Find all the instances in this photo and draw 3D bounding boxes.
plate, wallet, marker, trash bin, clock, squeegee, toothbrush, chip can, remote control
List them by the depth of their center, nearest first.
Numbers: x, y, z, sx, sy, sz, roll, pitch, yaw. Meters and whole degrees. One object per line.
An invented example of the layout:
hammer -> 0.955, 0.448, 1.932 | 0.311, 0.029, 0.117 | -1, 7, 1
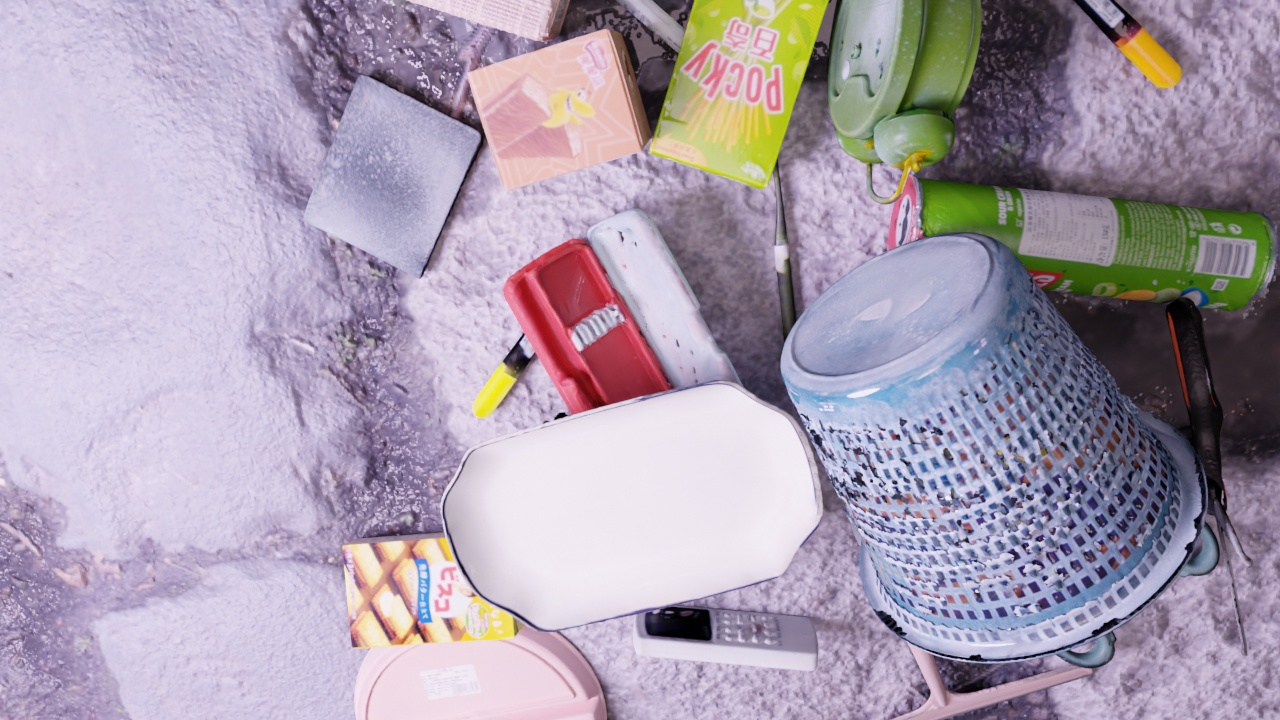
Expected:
trash bin -> 0.199, 0.037, 0.576 | 0.227, 0.226, 0.195 | -32, 113, 13
clock -> 0.162, -0.181, 0.582 | 0.056, 0.116, 0.161 | 3, 106, -8
marker -> 0.311, -0.226, 0.608 | 0.124, 0.015, 0.018 | 41, 105, -7
chip can -> 0.294, -0.079, 0.626 | 0.236, 0.072, 0.072 | 6, 108, 2
marker -> 0.030, -0.217, 0.629 | 0.145, 0.017, 0.017 | 38, 106, -8
plate -> -0.007, 0.101, 0.651 | 0.266, 0.034, 0.162 | -16, 108, 9
wallet -> -0.181, -0.133, 0.672 | 0.097, 0.019, 0.121 | 26, 107, -7
toothbrush -> 0.102, -0.070, 0.675 | 0.017, 0.012, 0.186 | -5, 108, 12
marker -> -0.092, -0.006, 0.710 | 0.018, 0.015, 0.124 | 35, 104, -8
squeegee -> 0.216, 0.207, 0.745 | 0.248, 0.040, 0.249 | -23, 104, 11
remote control -> 0.069, 0.224, 0.750 | 0.150, 0.058, 0.021 | 5, 106, 2
plate -> -0.145, 0.321, 0.814 | 0.229, 0.028, 0.230 | 1, 108, 4

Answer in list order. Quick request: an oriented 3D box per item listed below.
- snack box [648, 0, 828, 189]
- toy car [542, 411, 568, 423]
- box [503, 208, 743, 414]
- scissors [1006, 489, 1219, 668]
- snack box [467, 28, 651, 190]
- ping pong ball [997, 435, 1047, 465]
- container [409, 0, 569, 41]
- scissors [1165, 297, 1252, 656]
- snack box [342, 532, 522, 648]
snack box -> 0.068, -0.201, 0.611 | 0.086, 0.026, 0.156 | 17, 98, -5
toy car -> -0.037, 0.112, 0.714 | 0.041, 0.071, 0.156 | -26, 106, 14
box -> -0.001, 0.002, 0.659 | 0.102, 0.101, 0.201 | -36, 105, -24
scissors -> 0.360, 0.173, 0.727 | 0.170, 0.019, 0.181 | 14, 102, -1
snack box -> -0.050, -0.168, 0.611 | 0.094, 0.092, 0.077 | -14, 106, 9
ping pong ball -> 0.287, 0.076, 0.694 | 0.040, 0.040, 0.040 | 1, 108, 4
container -> -0.098, -0.260, 0.588 | 0.111, 0.090, 0.090 | 19, 108, -6
scissors -> 0.372, 0.068, 0.598 | 0.022, 0.233, 0.221 | -10, 93, 25
snack box -> -0.171, 0.187, 0.757 | 0.140, 0.033, 0.087 | -5, 90, 4
